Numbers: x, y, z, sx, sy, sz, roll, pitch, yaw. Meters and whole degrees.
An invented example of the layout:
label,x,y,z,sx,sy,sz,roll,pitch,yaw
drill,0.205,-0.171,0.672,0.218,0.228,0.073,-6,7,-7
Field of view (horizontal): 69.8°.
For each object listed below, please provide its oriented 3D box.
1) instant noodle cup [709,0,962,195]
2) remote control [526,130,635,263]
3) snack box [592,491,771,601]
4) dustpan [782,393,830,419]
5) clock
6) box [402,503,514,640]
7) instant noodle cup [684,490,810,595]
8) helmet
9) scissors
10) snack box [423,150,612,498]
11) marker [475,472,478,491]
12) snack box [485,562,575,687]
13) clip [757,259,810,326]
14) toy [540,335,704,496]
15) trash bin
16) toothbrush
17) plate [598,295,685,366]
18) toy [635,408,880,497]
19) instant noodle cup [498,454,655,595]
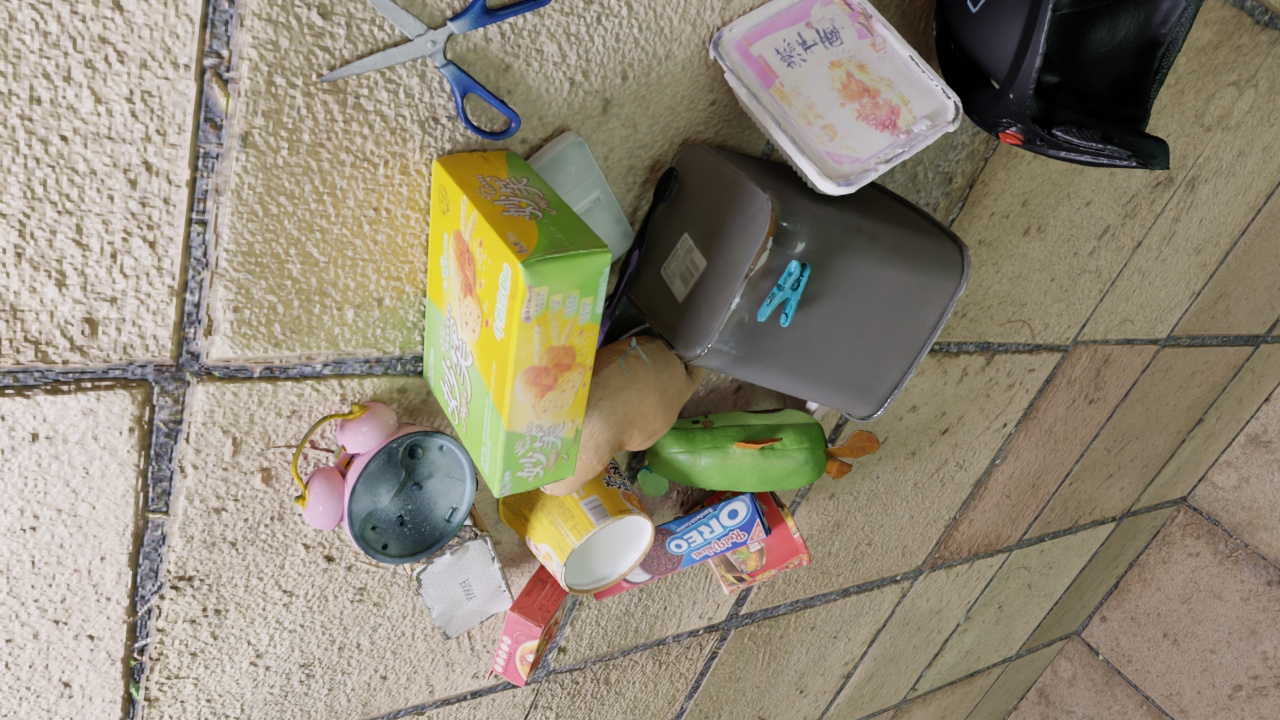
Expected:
label,x,y,z,sx,sy,sz,roll,pitch,yaw
instant noodle cup,0.149,-0.209,0.731,0.138,0.173,0.060,-32,161,-12
remote control,-0.048,-0.125,0.745,0.056,0.020,0.136,-38,142,-3
snack box,0.041,0.206,1.026,0.207,0.057,0.058,-21,171,6
dustpan,0.260,0.001,1.015,0.222,0.139,0.273,-42,140,0
clock,-0.215,0.098,0.762,0.158,0.060,0.117,36,79,-44
box,-0.180,0.208,0.900,0.089,0.059,0.185,-25,147,-18
instant noodle cup,0.124,0.210,1.105,0.108,0.138,0.138,-28,139,-4
helmet,0.358,-0.289,0.763,0.274,0.230,0.234,3,108,-42
scissors,-0.127,-0.211,0.613,0.162,0.012,0.176,-40,139,-1
snack box,-0.100,-0.027,0.684,0.069,0.157,0.210,-12,132,-30
marker,-0.209,0.118,0.836,0.131,0.020,0.022,-2,122,-38
snack box,-0.111,0.281,0.992,0.113,0.044,0.127,-52,165,-54
clip,0.111,-0.051,0.695,0.038,0.013,0.056,11,120,-30
toy,-0.010,0.035,0.835,0.225,0.082,0.144,-29,152,-26
trash bin,0.125,-0.073,0.809,0.219,0.199,0.199,9,118,-36
toothbrush,-0.008,-0.082,0.795,0.016,0.014,0.189,-20,140,-57
plate,-0.005,0.005,0.895,0.179,0.024,0.180,-21,136,-22
toy,0.120,0.096,0.977,0.246,0.090,0.227,0,167,-5
instant noodle cup,-0.057,0.159,0.925,0.137,0.110,0.138,-23,137,-23
